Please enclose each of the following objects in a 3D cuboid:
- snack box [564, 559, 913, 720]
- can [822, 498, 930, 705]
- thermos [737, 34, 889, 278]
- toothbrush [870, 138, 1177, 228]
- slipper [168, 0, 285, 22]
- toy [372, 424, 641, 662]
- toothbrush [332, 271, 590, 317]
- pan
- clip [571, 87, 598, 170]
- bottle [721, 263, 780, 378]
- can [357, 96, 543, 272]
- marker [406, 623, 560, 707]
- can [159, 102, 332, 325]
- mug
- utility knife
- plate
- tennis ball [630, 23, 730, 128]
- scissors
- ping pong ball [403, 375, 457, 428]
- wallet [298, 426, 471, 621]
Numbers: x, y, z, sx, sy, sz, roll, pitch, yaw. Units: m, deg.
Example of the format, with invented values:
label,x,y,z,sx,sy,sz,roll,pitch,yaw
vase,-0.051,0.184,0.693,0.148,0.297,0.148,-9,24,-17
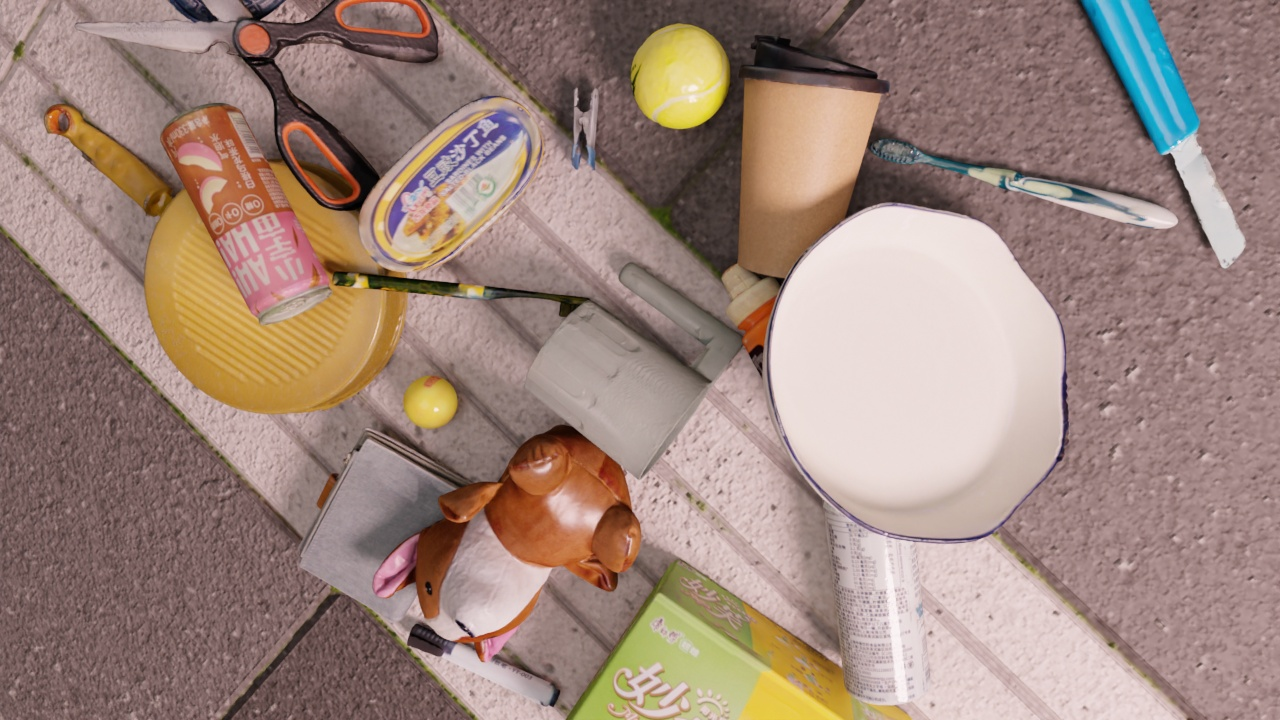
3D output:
label,x,y,z,sx,sy,sz,roll,pitch,yaw
snack box,0.064,0.269,0.653,0.210,0.070,0.158,33,105,8
can,0.159,0.152,0.618,0.058,0.058,0.147,-7,96,15
thermos,0.101,-0.127,0.582,0.093,0.092,0.143,12,109,13
toothbrush,0.240,-0.113,0.580,0.192,0.018,0.016,18,101,12
slipper,-0.238,-0.337,0.638,0.253,0.105,0.095,-54,39,0
toy,-0.093,0.140,0.656,0.200,0.130,0.140,-38,105,24
toothbrush,-0.129,-0.047,0.663,0.186,0.012,0.017,6,107,-2
pan,-0.343,-0.101,0.718,0.357,0.078,0.198,34,99,1
clip,-0.040,-0.163,0.643,0.036,0.025,0.058,4,94,7
bottle,0.104,-0.003,0.611,0.067,0.066,0.149,-39,80,16
can,-0.131,-0.121,0.640,0.148,0.049,0.074,-42,99,2
marker,-0.125,0.241,0.723,0.131,0.022,0.018,21,113,12
can,-0.274,-0.101,0.640,0.058,0.057,0.147,-26,94,16
mug,-0.004,0.004,0.636,0.103,0.084,0.123,36,78,8
utility knife,0.313,-0.159,0.554,0.034,0.018,0.223,-25,90,15
plate,0.163,0.008,0.557,0.204,0.046,0.204,3,82,-18
tennis ball,0.026,-0.185,0.601,0.065,0.065,0.065,2,98,14
scissors,-0.240,-0.206,0.623,0.232,0.022,0.221,-27,110,-23
ping pong ball,-0.158,0.031,0.692,0.040,0.040,0.040,2,98,14
wallet,-0.202,0.127,0.719,0.106,0.037,0.130,32,105,-3
